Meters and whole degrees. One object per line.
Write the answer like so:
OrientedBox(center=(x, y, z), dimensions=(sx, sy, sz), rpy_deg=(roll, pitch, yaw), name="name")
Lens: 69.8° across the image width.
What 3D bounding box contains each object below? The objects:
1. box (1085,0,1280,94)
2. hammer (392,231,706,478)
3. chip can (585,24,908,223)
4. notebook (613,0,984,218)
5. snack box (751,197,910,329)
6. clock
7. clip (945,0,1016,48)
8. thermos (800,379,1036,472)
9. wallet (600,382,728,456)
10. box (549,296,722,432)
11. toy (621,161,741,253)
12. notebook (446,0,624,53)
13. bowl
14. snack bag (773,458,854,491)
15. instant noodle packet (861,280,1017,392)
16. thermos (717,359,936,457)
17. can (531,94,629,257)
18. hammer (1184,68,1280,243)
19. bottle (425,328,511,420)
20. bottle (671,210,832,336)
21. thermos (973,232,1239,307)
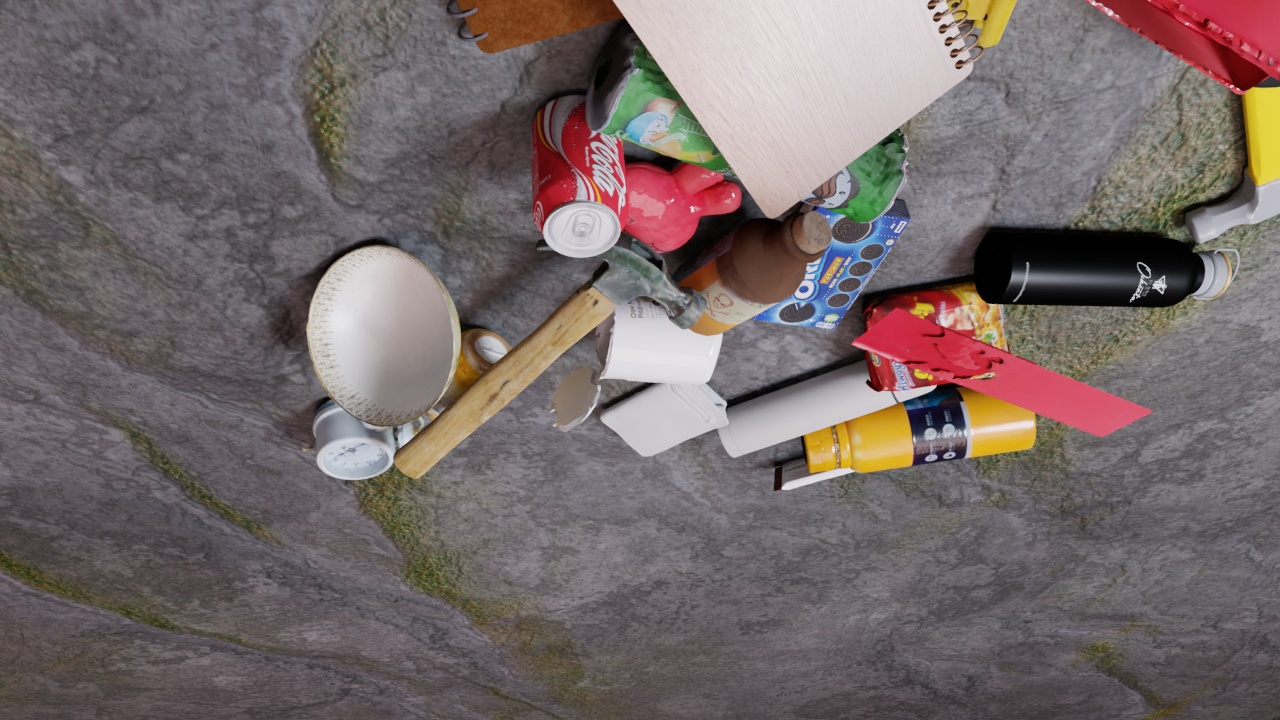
OrientedBox(center=(0.396, -0.262, 0.348), dimensions=(0.215, 0.141, 0.512), rpy_deg=(20, 163, -21), name="box")
OrientedBox(center=(-0.107, 0.008, 0.769), dimensions=(0.132, 0.033, 0.331), rpy_deg=(36, 124, -24), name="hammer")
OrientedBox(center=(0.074, -0.159, 0.626), dimensions=(0.223, 0.075, 0.076), rpy_deg=(13, 140, -23), name="chip can")
OrientedBox(center=(0.092, -0.207, 0.536), dimensions=(0.169, 0.022, 0.210), rpy_deg=(-36, 126, 11), name="notebook")
OrientedBox(center=(0.156, -0.083, 0.781), dimensions=(0.082, 0.027, 0.151), rpy_deg=(5, 143, -14), name="snack box")
OrientedBox(center=(-0.273, 0.072, 0.917), dimensions=(0.118, 0.057, 0.083), rpy_deg=(-23, 141, 12), name="clock")
OrientedBox(center=(0.217, -0.228, 0.587), dimensions=(0.049, 0.044, 0.054), rpy_deg=(-23, 151, -19), name="clip")
OrientedBox(center=(0.291, 0.078, 0.983), dimensions=(0.233, 0.076, 0.091), rpy_deg=(-9, 147, 4), name="thermos")
OrientedBox(center=(0.026, 0.052, 0.954), dimensions=(0.116, 0.032, 0.086), rpy_deg=(-23, 130, 26), name="wallet")
OrientedBox(center=(-0.008, 0.006, 0.825), dimensions=(0.137, 0.083, 0.144), rpy_deg=(6, 130, -13), name="box")
OrientedBox(center=(0.010, -0.116, 0.700), dimensions=(0.135, 0.045, 0.091), rpy_deg=(-15, 146, 23), name="toy")
OrientedBox(center=(-0.056, -0.278, 0.484), dimensions=(0.167, 0.024, 0.226), rpy_deg=(-13, 144, 8), name="notebook")
OrientedBox(center=(-0.198, -0.022, 0.762), dimensions=(0.145, 0.145, 0.063), rpy_deg=(-23, 178, 23), name="bowl")
OrientedBox(center=(0.229, 0.117, 1.053), dimensions=(0.158, 0.057, 0.013), rpy_deg=(-18, 107, 16), name="snack bag")
OrientedBox(center=(0.273, -0.021, 0.846), dimensions=(0.135, 0.039, 0.099), rpy_deg=(-9, 115, 7), name="instant noodle packet")
OrientedBox(center=(0.188, 0.041, 0.937), dimensions=(0.225, 0.052, 0.052), rpy_deg=(-21, 142, 21), name="thermos")
OrientedBox(center=(-0.042, -0.126, 0.627), dimensions=(0.064, 0.104, 0.064), rpy_deg=(-4, 145, -3), name="can")
OrientedBox(center=(0.442, -0.204, 0.653), dimensions=(0.127, 0.029, 0.323), rpy_deg=(-24, 140, 23), name="hammer")
OrientedBox(center=(-0.163, 0.019, 0.849), dimensions=(0.063, 0.063, 0.109), rpy_deg=(20, 136, -31), name="bottle")
OrientedBox(center=(0.089, -0.073, 0.717), dimensions=(0.067, 0.067, 0.157), rpy_deg=(15, 157, -26), name="bottle")
OrientedBox(center=(0.411, -0.077, 0.795), dimensions=(0.231, 0.061, 0.061), rpy_deg=(1, 144, -8), name="thermos")
